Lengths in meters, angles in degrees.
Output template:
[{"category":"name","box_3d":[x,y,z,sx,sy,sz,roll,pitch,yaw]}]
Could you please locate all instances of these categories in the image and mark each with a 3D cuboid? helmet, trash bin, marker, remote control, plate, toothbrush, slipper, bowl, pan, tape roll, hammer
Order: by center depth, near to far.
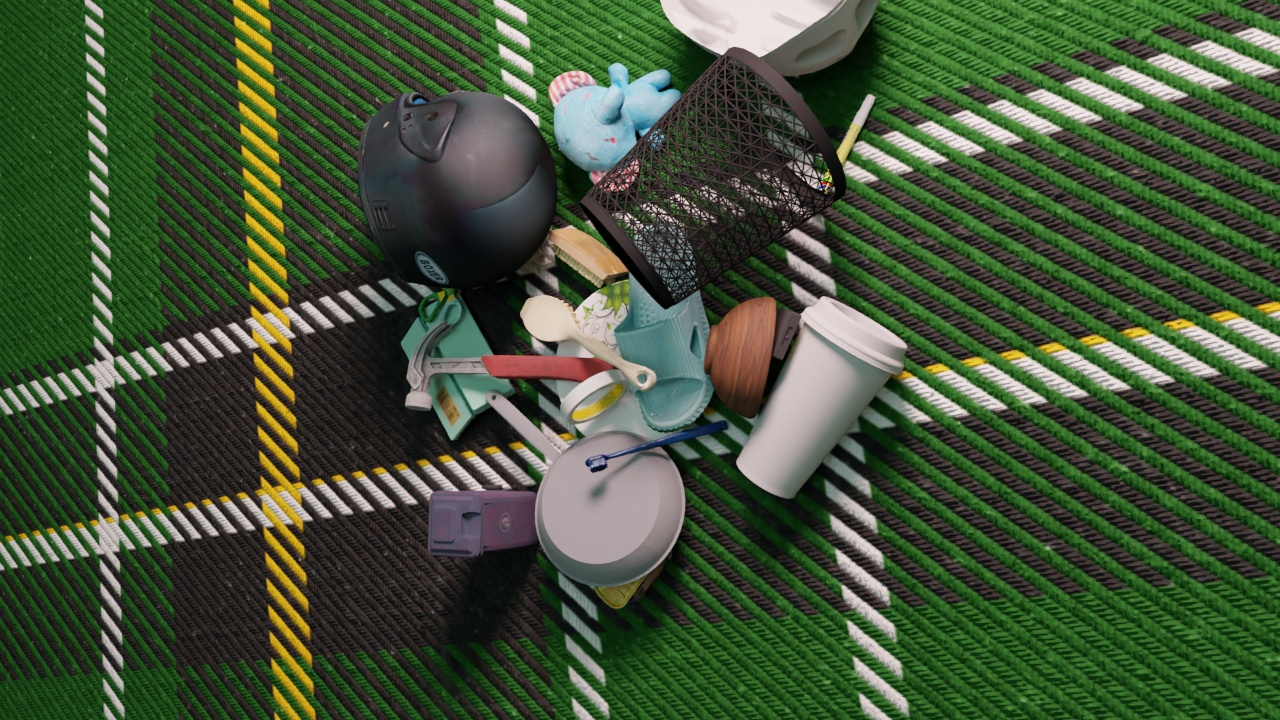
[{"category":"trash bin","box_3d":[0.074,-0.198,1.073,0.243,0.217,0.217,-39,69,-1]},{"category":"remote control","box_3d":[0.167,-0.033,1.093,0.013,0.133,0.058,23,96,0]},{"category":"bowl","box_3d":[0.113,-0.008,1.097,0.069,0.147,0.147,10,88,1]},{"category":"helmet","box_3d":[0.154,-0.463,1.117,0.282,0.183,0.224,26,90,19]},{"category":"marker","box_3d":[0.256,-0.268,1.140,0.014,0.014,0.132,30,97,25]},{"category":"toothbrush","box_3d":[0.023,0.107,1.142,0.189,0.016,0.017,-15,49,-17]},{"category":"slipper","box_3d":[0.028,-0.048,1.160,0.116,0.069,0.276,-10,79,20]},{"category":"tape roll","box_3d":[-0.058,0.047,1.173,0.094,0.094,0.019,-40,70,16]},{"category":"pan","box_3d":[-0.098,0.139,1.196,0.356,0.051,0.200,39,85,26]},{"category":"plate","box_3d":[-0.007,0.007,1.224,0.230,0.030,0.229,-3,83,25]},{"category":"trash bin","box_3d":[-0.210,0.215,1.224,0.092,0.160,0.093,-3,83,25]},{"category":"helmet","box_3d":[-0.235,-0.251,1.256,0.236,0.249,0.315,-20,51,11]},{"category":"hammer","box_3d":[-0.179,0.007,1.261,0.316,0.036,0.126,0,75,21]}]

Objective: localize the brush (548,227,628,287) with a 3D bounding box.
[{"category":"brush","box_3d":[-0.074,-0.142,1.265,0.117,0.049,0.039,40,124,22]}]

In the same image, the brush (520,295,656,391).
[{"category":"brush","box_3d":[-0.063,-0.020,1.162,0.272,0.077,0.062,31,109,47]}]

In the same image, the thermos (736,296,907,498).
[{"category":"thermos","box_3d":[0.203,0.048,1.076,0.131,0.131,0.222,37,107,24]}]

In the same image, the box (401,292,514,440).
[{"category":"box","box_3d":[-0.277,0.006,1.347,0.138,0.057,0.187,-38,69,10]}]

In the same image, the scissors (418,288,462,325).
[{"category":"scissors","box_3d":[-0.273,-0.105,1.353,0.071,0.014,0.130,25,73,14]}]

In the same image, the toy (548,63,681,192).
[{"category":"toy","box_3d":[-0.032,-0.331,1.240,0.181,0.114,0.183,-28,82,8]}]

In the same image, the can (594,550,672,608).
[{"category":"can","box_3d":[-0.008,0.267,1.179,0.054,0.059,0.100,39,101,24]}]
